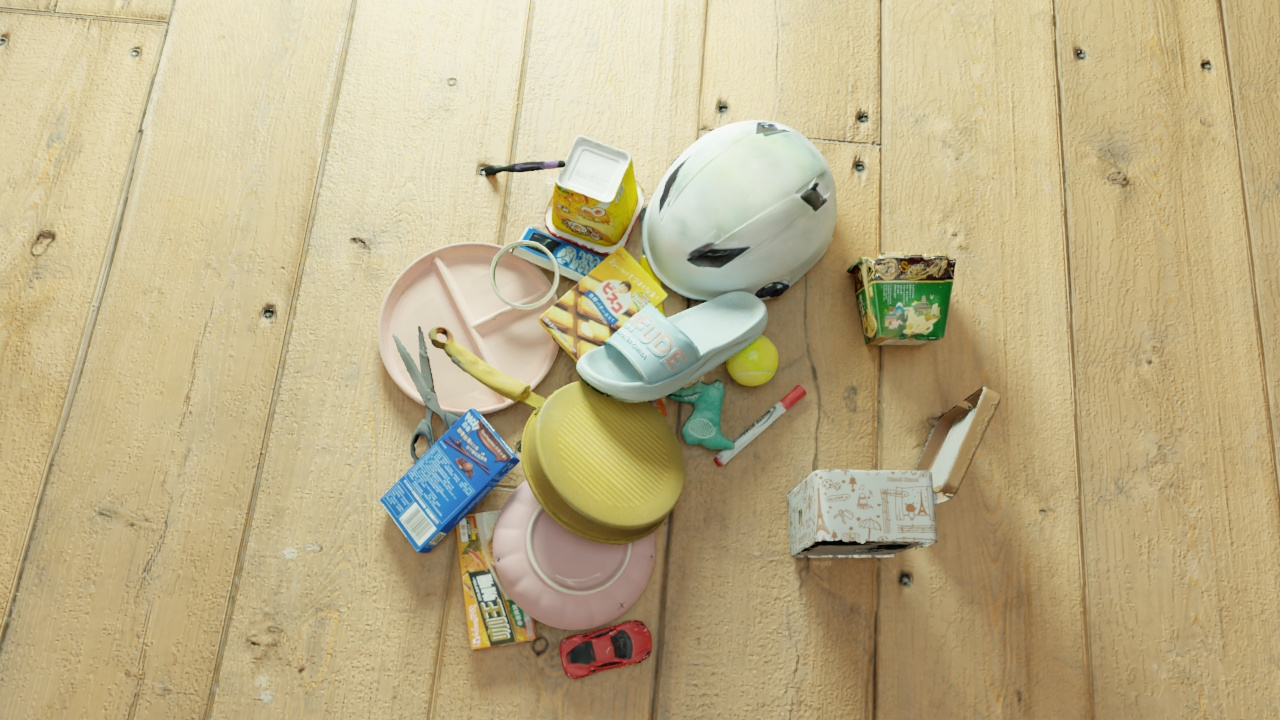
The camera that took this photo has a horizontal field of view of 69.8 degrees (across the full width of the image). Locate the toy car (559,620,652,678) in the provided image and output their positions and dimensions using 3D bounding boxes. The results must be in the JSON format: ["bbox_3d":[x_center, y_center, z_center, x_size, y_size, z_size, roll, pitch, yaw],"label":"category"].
[{"bbox_3d":[-0.039,0.328,1.045,0.106,0.031,0.049,-11,75,-8],"label":"toy car"}]

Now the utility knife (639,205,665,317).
[{"bbox_3d":[0.016,-0.103,1.187,0.033,0.015,0.223,1,72,-10],"label":"utility knife"}]

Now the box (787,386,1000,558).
[{"bbox_3d":[0.290,0.145,1.034,0.269,0.180,0.136,-30,76,-9],"label":"box"}]

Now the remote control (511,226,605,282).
[{"bbox_3d":[-0.100,-0.130,1.176,0.125,0.024,0.048,24,44,-2],"label":"remote control"}]

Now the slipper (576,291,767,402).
[{"bbox_3d":[0.042,-0.028,1.080,0.245,0.074,0.104,-25,44,-17],"label":"slipper"}]

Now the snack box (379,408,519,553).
[{"bbox_3d":[-0.223,0.140,1.071,0.157,0.026,0.084,-45,68,3],"label":"snack box"}]

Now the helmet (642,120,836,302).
[{"bbox_3d":[0.131,-0.198,1.147,0.258,0.146,0.229,-27,75,-13],"label":"helmet"}]

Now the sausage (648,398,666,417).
[{"bbox_3d":[-0.007,0.007,1.149,0.021,0.021,0.165,-24,75,-9],"label":"sausage"}]

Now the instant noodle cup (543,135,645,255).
[{"bbox_3d":[-0.059,-0.213,1.163,0.116,0.124,0.116,21,74,5],"label":"instant noodle cup"}]

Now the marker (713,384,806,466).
[{"bbox_3d":[0.148,0.081,1.134,0.145,0.017,0.017,-39,78,-12],"label":"marker"}]

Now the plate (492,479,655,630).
[{"bbox_3d":[-0.073,0.210,1.058,0.192,0.039,0.192,4,70,-11],"label":"plate"}]

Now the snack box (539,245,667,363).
[{"bbox_3d":[-0.046,-0.064,1.134,0.140,0.034,0.087,-42,89,-10],"label":"snack box"}]

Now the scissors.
[{"bbox_3d":[-0.248,0.050,1.103,0.164,0.014,0.164,24,93,0],"label":"scissors"}]

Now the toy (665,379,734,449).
[{"bbox_3d":[0.074,0.064,1.132,0.096,0.030,0.091,8,68,8],"label":"toy"}]

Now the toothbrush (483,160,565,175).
[{"bbox_3d":[-0.147,-0.245,1.164,0.016,0.189,0.014,-19,108,-36],"label":"toothbrush"}]

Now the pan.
[{"bbox_3d":[-0.106,0.068,1.072,0.357,0.078,0.197,43,45,2],"label":"pan"}]

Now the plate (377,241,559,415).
[{"bbox_3d":[-0.213,-0.040,1.154,0.229,0.028,0.229,1,74,-2],"label":"plate"}]

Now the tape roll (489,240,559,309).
[{"bbox_3d":[-0.144,-0.106,1.143,0.086,0.014,0.086,0,90,-1],"label":"tape roll"}]

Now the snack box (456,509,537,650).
[{"bbox_3d":[-0.168,0.252,1.066,0.075,0.026,0.153,-9,73,-4],"label":"snack box"}]

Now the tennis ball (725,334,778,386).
[{"bbox_3d":[0.138,-0.001,1.134,0.065,0.065,0.065,1,73,-2],"label":"tennis ball"}]

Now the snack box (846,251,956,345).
[{"bbox_3d":[0.326,-0.072,1.147,0.118,0.117,0.105,1,85,1],"label":"snack box"}]
